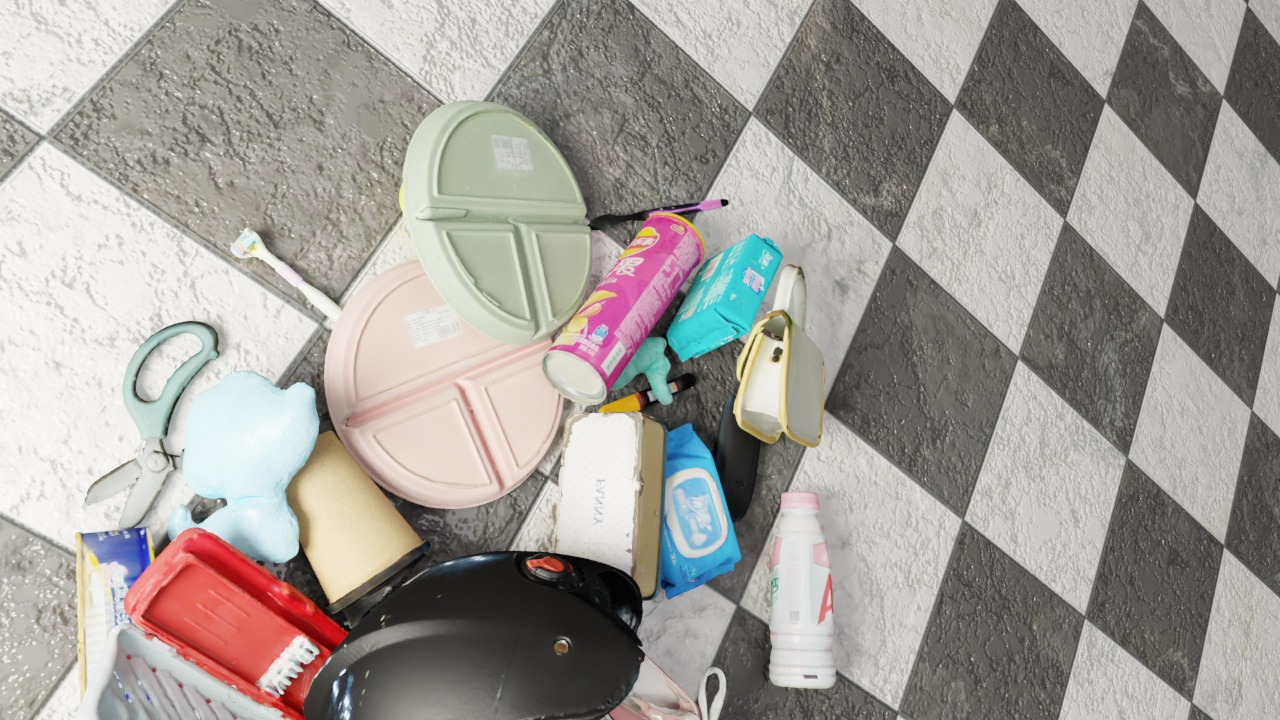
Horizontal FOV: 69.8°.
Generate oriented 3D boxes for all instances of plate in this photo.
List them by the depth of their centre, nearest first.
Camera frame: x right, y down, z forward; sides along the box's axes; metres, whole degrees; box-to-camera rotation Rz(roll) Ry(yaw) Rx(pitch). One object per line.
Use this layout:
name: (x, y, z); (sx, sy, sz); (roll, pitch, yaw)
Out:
plate: (-0.164, 0.017, 0.822); (0.229, 0.028, 0.229); (8, 76, -33)
plate: (-0.118, -0.128, 0.836); (0.230, 0.028, 0.230); (21, 63, -51)

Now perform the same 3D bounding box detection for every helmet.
helmet: (-0.111, 0.257, 0.706); (0.230, 0.234, 0.273); (23, 30, 18)

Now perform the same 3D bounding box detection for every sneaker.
sneaker: (0.040, 0.353, 0.850); (0.118, 0.088, 0.241); (-43, 101, -29)

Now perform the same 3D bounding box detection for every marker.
marker: (0.008, 0.037, 0.936); (0.123, 0.015, 0.018); (-21, 89, -33)

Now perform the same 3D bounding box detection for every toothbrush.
toothbrush: (-0.268, -0.042, 0.792); (0.189, 0.029, 0.020); (42, 23, -18)
toothbrush: (0.022, -0.157, 0.983); (0.188, 0.018, 0.014); (-15, 89, -34)

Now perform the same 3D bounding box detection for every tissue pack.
tissue pack: (0.040, 0.148, 0.910); (0.094, 0.052, 0.157); (-16, 89, -31)
tissue pack: (0.087, -0.063, 0.944); (0.050, 0.093, 0.133); (40, 57, -16)

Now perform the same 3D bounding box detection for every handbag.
handbag: (0.149, -0.005, 0.950); (0.163, 0.063, 0.178); (28, 67, -65)

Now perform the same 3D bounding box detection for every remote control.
remote control: (0.103, 0.103, 0.970); (0.053, 0.024, 0.136); (17, 73, -27)

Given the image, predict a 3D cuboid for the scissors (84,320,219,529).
scissors: (-0.345, 0.063, 0.728); (0.172, 0.019, 0.176); (24, 68, -25)

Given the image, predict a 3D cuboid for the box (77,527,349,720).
box: (-0.292, 0.230, 0.657); (0.201, 0.064, 0.159); (58, 38, -41)

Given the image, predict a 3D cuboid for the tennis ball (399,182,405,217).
tennis ball: (-0.185, -0.146, 0.831); (0.065, 0.066, 0.065); (6, 78, -29)

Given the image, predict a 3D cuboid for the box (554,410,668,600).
box: (-0.027, 0.140, 0.845); (0.063, 0.090, 0.184); (24, 68, -62)

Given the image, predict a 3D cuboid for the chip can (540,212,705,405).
chip can: (-0.014, -0.054, 0.890); (0.071, 0.072, 0.209); (45, 55, -15)

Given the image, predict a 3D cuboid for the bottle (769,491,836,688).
bottle: (0.168, 0.237, 0.959); (0.068, 0.068, 0.196); (10, 73, -28)

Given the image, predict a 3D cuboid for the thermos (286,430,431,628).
thermos: (-0.237, 0.133, 0.740); (0.092, 0.093, 0.143); (-34, 90, -30)

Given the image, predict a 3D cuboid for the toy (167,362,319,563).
toy: (-0.299, 0.081, 0.689); (0.161, 0.049, 0.156); (-25, 93, 10)

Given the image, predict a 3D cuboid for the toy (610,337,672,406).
toy: (-0.005, 0.005, 0.922); (0.091, 0.030, 0.096); (-15, 76, -30)

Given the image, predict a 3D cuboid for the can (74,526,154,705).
can: (-0.374, 0.194, 0.655); (0.049, 0.075, 0.148); (-2, 80, -32)
